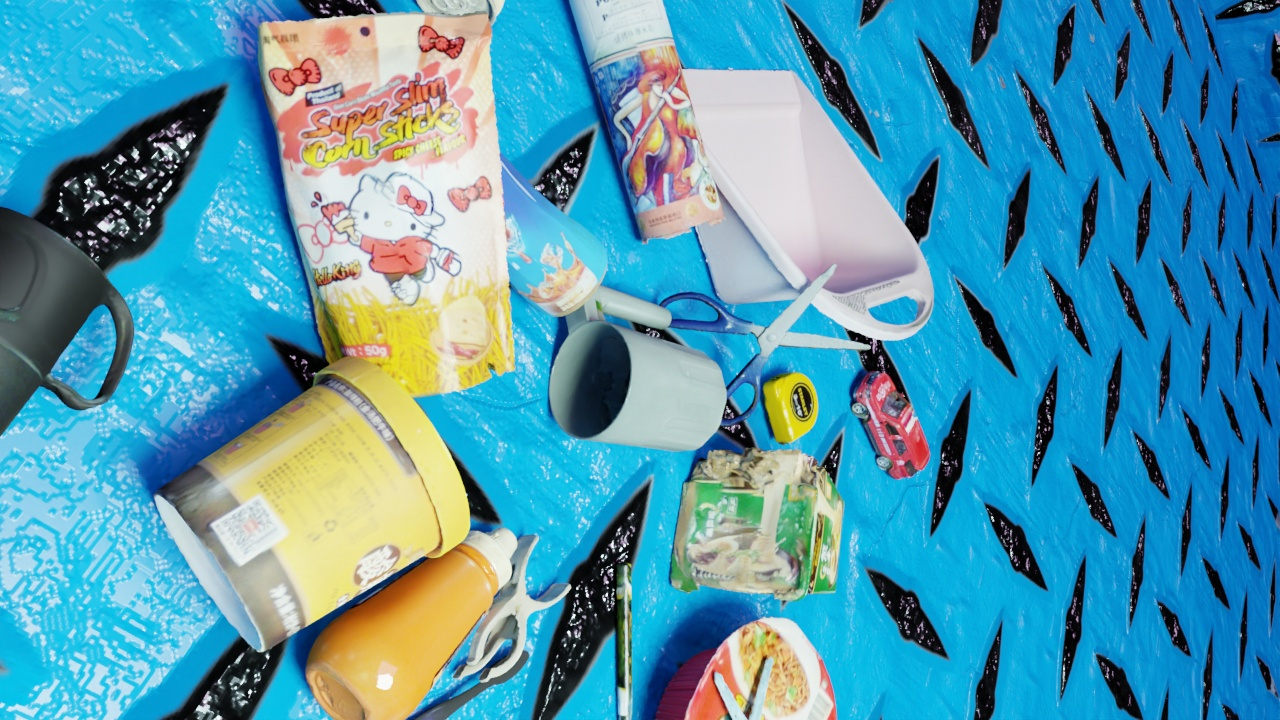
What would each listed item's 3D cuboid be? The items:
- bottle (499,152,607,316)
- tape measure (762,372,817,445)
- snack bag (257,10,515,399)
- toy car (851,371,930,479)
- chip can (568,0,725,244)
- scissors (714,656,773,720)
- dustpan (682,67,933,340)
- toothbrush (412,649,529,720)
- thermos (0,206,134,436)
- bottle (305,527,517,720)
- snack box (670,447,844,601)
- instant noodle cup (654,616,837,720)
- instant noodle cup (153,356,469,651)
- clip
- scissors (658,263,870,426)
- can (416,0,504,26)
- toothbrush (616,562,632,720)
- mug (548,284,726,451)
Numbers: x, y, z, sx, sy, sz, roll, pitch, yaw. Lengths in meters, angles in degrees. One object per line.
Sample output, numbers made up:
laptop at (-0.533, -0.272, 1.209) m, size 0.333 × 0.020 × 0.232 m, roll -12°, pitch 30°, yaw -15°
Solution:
bottle at (-0.112, -0.113, 0.579) m, size 0.218 × 0.065 × 0.065 m, roll 41°, pitch 58°, yaw -33°
tape measure at (0.134, 0.040, 0.828) m, size 0.057 × 0.029 × 0.060 m, roll -25°, pitch 102°, yaw -43°
snack bag at (-0.136, -0.085, 0.517) m, size 0.128 × 0.073 × 0.208 m, roll -6°, pitch 106°, yaw -4°
toy car at (0.258, 0.066, 0.938) m, size 0.052 × 0.045 × 0.120 m, roll -49°, pitch 116°, yaw -39°
chip can at (0.003, -0.201, 0.701) m, size 0.071 × 0.071 × 0.215 m, roll -27°, pitch 105°, yaw -43°
scissors at (0.083, 0.282, 0.664) m, size 0.133 × 0.017 × 0.133 m, roll 42°, pitch 54°, yaw -30°
dustpan at (0.152, -0.147, 0.793) m, size 0.221 × 0.139 × 0.273 m, roll -21°, pitch 100°, yaw -44°
toothbrush at (-0.141, 0.224, 0.545) m, size 0.188 × 0.017 × 0.014 m, roll -25°, pitch 91°, yaw -41°
thermos at (-0.301, 0.054, 0.363) m, size 0.090 × 0.069 × 0.241 m, roll 41°, pitch 58°, yaw -28°
bottle at (-0.123, 0.147, 0.540) m, size 0.149 × 0.067 × 0.067 m, roll -41°, pitch 113°, yaw -48°
snack box at (0.107, 0.140, 0.737) m, size 0.105 × 0.118 × 0.117 m, roll 32°, pitch 62°, yaw -49°
instant noodle cup at (0.074, 0.295, 0.710) m, size 0.193 × 0.066 × 0.193 m, roll 7°, pitch 81°, yaw -43°
instant noodle cup at (-0.168, 0.075, 0.468) m, size 0.114 × 0.119 × 0.118 m, roll -34°, pitch 108°, yaw -34°
clip at (-0.086, 0.164, 0.594) m, size 0.070 × 0.035 × 0.099 m, roll 59°, pitch 41°, yaw -21°
scissors at (0.091, -0.015, 0.728) m, size 0.162 × 0.176 × 0.012 m, roll 26°, pitch 30°, yaw -1°
can at (-0.108, -0.282, 0.609) m, size 0.058 × 0.059 × 0.116 m, roll 28°, pitch 65°, yaw -39°
toothbrush at (-0.011, 0.241, 0.666) m, size 0.012 × 0.017 × 0.185 m, roll 0°, pitch 83°, yaw -8°
mug at (-0.004, 0.004, 0.667) m, size 0.103 × 0.084 × 0.123 m, roll 15°, pitch 55°, yaw -44°
